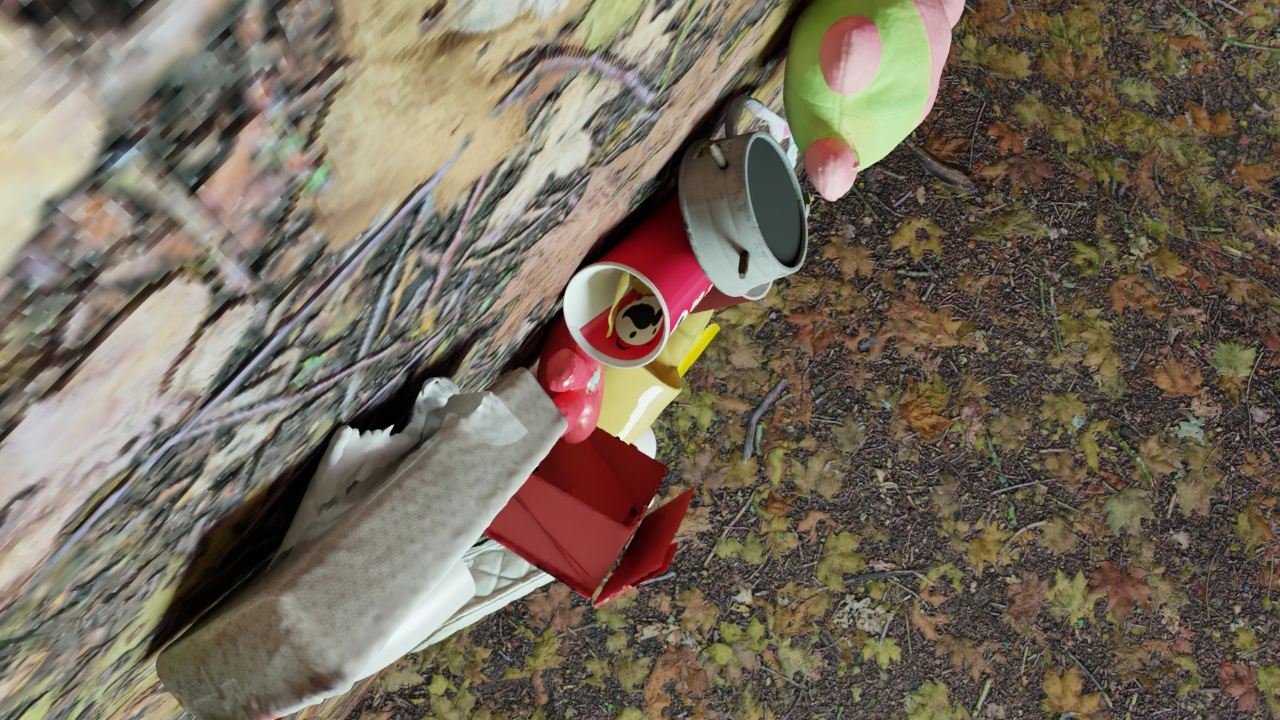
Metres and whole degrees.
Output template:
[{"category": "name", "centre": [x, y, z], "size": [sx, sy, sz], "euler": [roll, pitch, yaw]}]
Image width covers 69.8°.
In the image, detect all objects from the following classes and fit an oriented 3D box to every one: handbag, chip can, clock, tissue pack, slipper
[{"category": "handbag", "centre": [-0.151, 0.208, 0.899], "size": [0.194, 0.072, 0.139], "euler": [-19, 164, -44]}, {"category": "chip can", "centre": [0.028, -0.075, 0.639], "size": [0.069, 0.069, 0.219], "euler": [-52, 178, 37]}, {"category": "clock", "centre": [0.073, -0.098, 0.599], "size": [0.056, 0.104, 0.147], "euler": [-11, -175, 33]}, {"category": "tissue pack", "centre": [-0.107, 0.062, 0.385], "size": [0.104, 0.071, 0.180], "euler": [-33, -174, 34]}, {"category": "slipper", "centre": [-0.005, 0.005, 0.842], "size": [0.262, 0.099, 0.078], "euler": [-55, -157, -19]}]

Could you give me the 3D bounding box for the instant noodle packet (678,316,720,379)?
[{"category": "instant noodle packet", "centre": [-0.044, 0.022, 0.962], "size": [0.221, 0.084, 0.163], "euler": [-33, 170, -29]}]

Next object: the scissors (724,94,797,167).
[{"category": "scissors", "centre": [0.107, -0.177, 0.658], "size": [0.175, 0.013, 0.171], "euler": [-28, 140, -44]}]

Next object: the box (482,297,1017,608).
[{"category": "box", "centre": [0.050, 0.038, 0.641], "size": [0.375, 0.148, 0.212], "euler": [-25, -179, 11]}]

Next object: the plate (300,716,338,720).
[{"category": "plate", "centre": [-0.251, 0.280, 0.612], "size": [0.174, 0.036, 0.174], "euler": [-25, 179, 0]}]

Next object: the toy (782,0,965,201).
[{"category": "toy", "centre": [0.158, -0.206, 0.604], "size": [0.236, 0.097, 0.192], "euler": [-49, 157, -37]}]

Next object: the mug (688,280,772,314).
[{"category": "mug", "centre": [0.053, -0.083, 0.808], "size": [0.105, 0.073, 0.083], "euler": [1, 172, -45]}]

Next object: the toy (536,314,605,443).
[{"category": "toy", "centre": [-0.047, 0.012, 0.622], "size": [0.135, 0.045, 0.092], "euler": [-75, 168, -75]}]

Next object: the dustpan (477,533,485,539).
[{"category": "dustpan", "centre": [-0.146, 0.159, 0.985], "size": [0.192, 0.053, 0.257], "euler": [-46, 160, 29]}]

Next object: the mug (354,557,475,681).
[{"category": "mug", "centre": [-0.158, 0.132, 0.513], "size": [0.089, 0.071, 0.107], "euler": [-40, -160, -31]}]

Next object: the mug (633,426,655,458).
[{"category": "mug", "centre": [-0.024, 0.104, 0.931], "size": [0.074, 0.110, 0.090], "euler": [-36, 165, 15]}]
